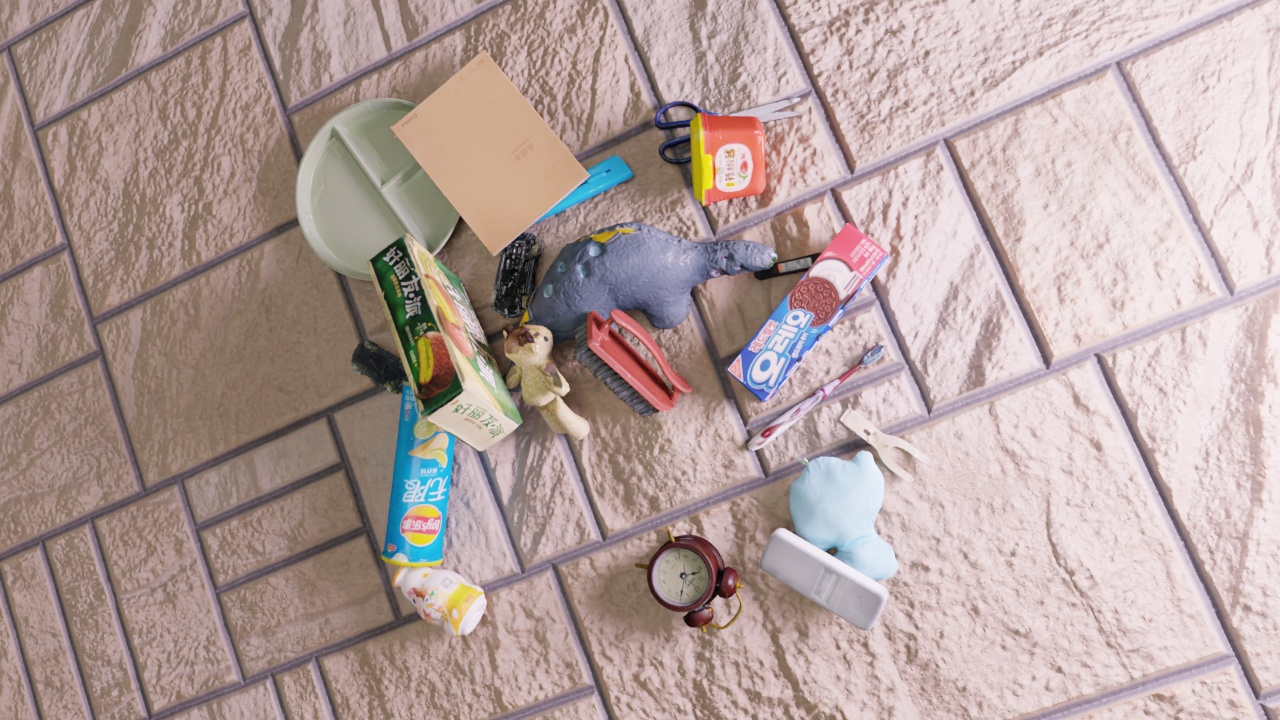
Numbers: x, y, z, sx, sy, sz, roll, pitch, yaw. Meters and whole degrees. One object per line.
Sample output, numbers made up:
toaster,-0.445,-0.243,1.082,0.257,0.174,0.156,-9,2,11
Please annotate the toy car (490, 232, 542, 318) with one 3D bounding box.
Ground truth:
toy car,-0.146,-0.100,1.092,0.049,0.031,0.105,9,83,17

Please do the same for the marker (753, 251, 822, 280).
marker,0.188,-0.109,1.026,0.124,0.015,0.018,-11,86,15

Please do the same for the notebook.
notebook,-0.181,-0.250,1.096,0.149,0.012,0.211,-40,79,3

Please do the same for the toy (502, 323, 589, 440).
toy,-0.104,0.026,1.029,0.066,0.157,0.105,-41,34,-25

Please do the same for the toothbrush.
toothbrush,0.194,0.042,1.013,0.188,0.017,0.016,-38,79,7

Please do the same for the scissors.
scissors,0.100,-0.264,1.057,0.173,0.012,0.126,18,89,12

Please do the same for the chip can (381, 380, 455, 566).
chip can,-0.257,0.131,1.080,0.071,0.071,0.210,6,90,13

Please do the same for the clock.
clock,0.059,0.244,1.012,0.122,0.055,0.082,40,95,15

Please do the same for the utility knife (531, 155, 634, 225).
utility knife,-0.085,-0.198,1.092,0.161,0.018,0.034,-25,82,11

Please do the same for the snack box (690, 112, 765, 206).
snack box,0.097,-0.225,1.015,0.080,0.081,0.091,-4,123,2

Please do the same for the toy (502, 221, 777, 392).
toy,-0.025,-0.082,1.034,0.357,0.091,0.138,-23,99,15

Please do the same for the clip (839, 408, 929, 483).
clip,0.258,0.089,0.985,0.100,0.070,0.034,36,96,5

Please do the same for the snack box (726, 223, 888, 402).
snack box,0.181,-0.048,0.993,0.058,0.057,0.208,41,102,12

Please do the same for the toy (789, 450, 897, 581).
toy,0.213,0.175,0.985,0.156,0.049,0.162,43,108,8

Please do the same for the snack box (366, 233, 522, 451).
snack box,-0.221,-0.022,1.021,0.063,0.114,0.240,-34,56,7

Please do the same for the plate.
plate,-0.322,-0.211,1.142,0.230,0.027,0.230,-1,86,13

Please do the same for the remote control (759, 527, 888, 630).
remote control,0.193,0.230,0.971,0.136,0.020,0.056,28,117,21

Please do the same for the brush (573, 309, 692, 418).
brush,-0.006,0.006,1.012,0.069,0.063,0.146,-34,121,20

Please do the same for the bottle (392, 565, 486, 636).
bottle,-0.237,0.275,1.074,0.108,0.063,0.063,26,92,13

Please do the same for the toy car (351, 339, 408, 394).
toy car,-0.311,0.008,1.122,0.090,0.034,0.043,25,95,13
